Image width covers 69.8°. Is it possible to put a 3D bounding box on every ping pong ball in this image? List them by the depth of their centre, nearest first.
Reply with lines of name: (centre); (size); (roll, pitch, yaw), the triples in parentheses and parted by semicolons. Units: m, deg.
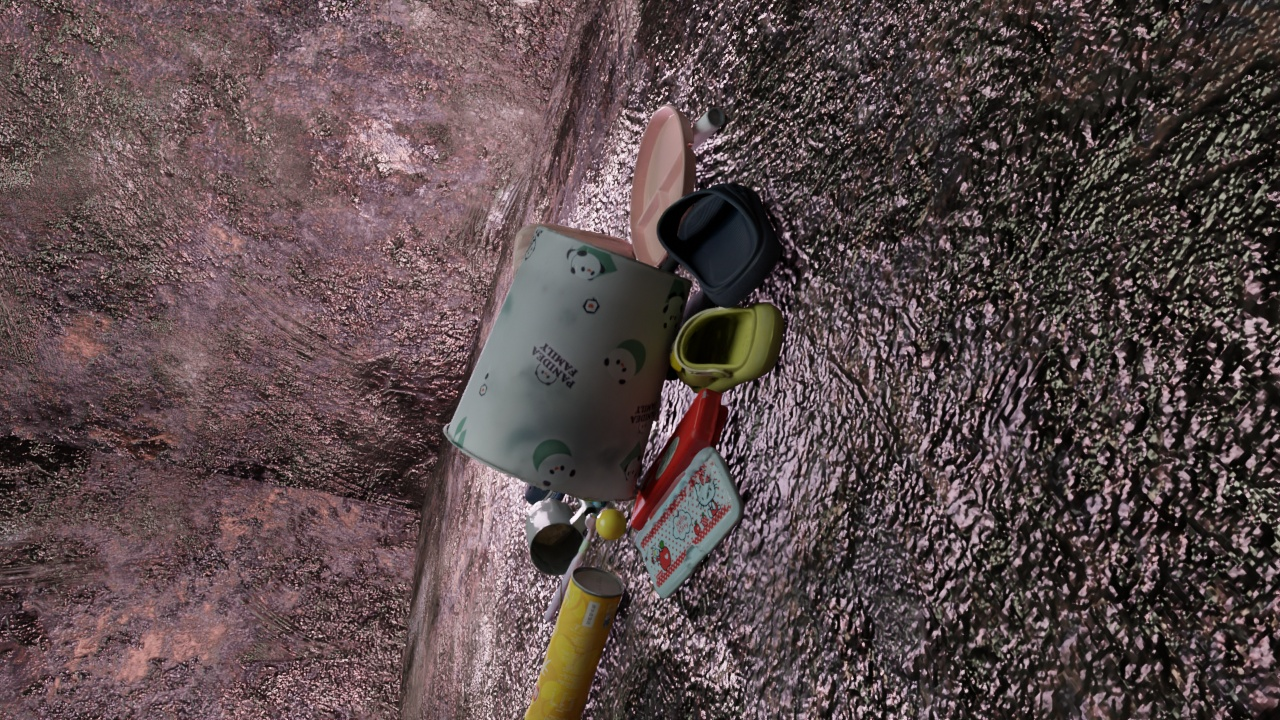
ping pong ball: (-0.037, 0.212, 1.185); (0.040, 0.040, 0.040); (-167, 91, -74)

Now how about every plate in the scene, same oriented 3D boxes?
plate: (0.031, -0.240, 1.287); (0.230, 0.028, 0.229); (-178, 91, -73)

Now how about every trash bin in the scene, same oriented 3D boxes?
trash bin: (-0.070, -0.002, 1.026); (0.229, 0.229, 0.252); (-145, 74, -73)

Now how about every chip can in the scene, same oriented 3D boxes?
chip can: (-0.084, 0.370, 1.156); (0.072, 0.072, 0.213); (-126, 52, -69)

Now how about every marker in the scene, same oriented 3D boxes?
marker: (0.030, -0.114, 1.263); (0.132, 0.020, 0.022); (-54, 11, 52)

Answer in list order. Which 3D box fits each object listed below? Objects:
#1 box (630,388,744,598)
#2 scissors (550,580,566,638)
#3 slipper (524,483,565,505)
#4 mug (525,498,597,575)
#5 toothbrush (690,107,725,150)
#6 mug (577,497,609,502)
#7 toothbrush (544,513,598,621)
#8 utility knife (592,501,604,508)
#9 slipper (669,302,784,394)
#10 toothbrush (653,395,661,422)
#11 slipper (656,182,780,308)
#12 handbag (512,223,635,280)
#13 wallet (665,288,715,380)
box: (0.043, 0.141, 0.961); (0.202, 0.060, 0.160); (119, 154, -45)
scissors: (-0.109, 0.364, 1.261); (0.175, 0.012, 0.162); (-61, -23, -79)
slipper: (-0.147, 0.130, 1.528); (0.105, 0.095, 0.253); (-134, 63, -74)
mug: (-0.116, 0.248, 1.375); (0.124, 0.083, 0.103); (-48, 18, 1)
toothbrush: (0.063, -0.302, 1.288); (0.026, 0.027, 0.221); (-39, 6, -19)
mug: (-0.043, 0.123, 1.206); (0.112, 0.082, 0.106); (-23, 61, 33)
toothbrush: (-0.101, 0.302, 1.325); (0.021, 0.029, 0.189); (38, 112, 37)
utility knife: (-0.031, 0.123, 1.275); (0.034, 0.018, 0.192); (56, 131, 48)
slipper: (0.075, -0.020, 0.932); (0.191, 0.081, 0.091); (161, 124, -68)
toothbrush: (0.026, -0.007, 1.203); (0.016, 0.018, 0.191); (126, 150, -59)
slipper: (0.074, -0.142, 0.966); (0.111, 0.083, 0.267); (-47, 21, 14)
handbag: (-0.115, -0.102, 1.468); (0.235, 0.193, 0.093); (108, 169, -50)
wallet: (0.061, -0.033, 1.102); (0.121, 0.019, 0.097); (142, 141, -67)
